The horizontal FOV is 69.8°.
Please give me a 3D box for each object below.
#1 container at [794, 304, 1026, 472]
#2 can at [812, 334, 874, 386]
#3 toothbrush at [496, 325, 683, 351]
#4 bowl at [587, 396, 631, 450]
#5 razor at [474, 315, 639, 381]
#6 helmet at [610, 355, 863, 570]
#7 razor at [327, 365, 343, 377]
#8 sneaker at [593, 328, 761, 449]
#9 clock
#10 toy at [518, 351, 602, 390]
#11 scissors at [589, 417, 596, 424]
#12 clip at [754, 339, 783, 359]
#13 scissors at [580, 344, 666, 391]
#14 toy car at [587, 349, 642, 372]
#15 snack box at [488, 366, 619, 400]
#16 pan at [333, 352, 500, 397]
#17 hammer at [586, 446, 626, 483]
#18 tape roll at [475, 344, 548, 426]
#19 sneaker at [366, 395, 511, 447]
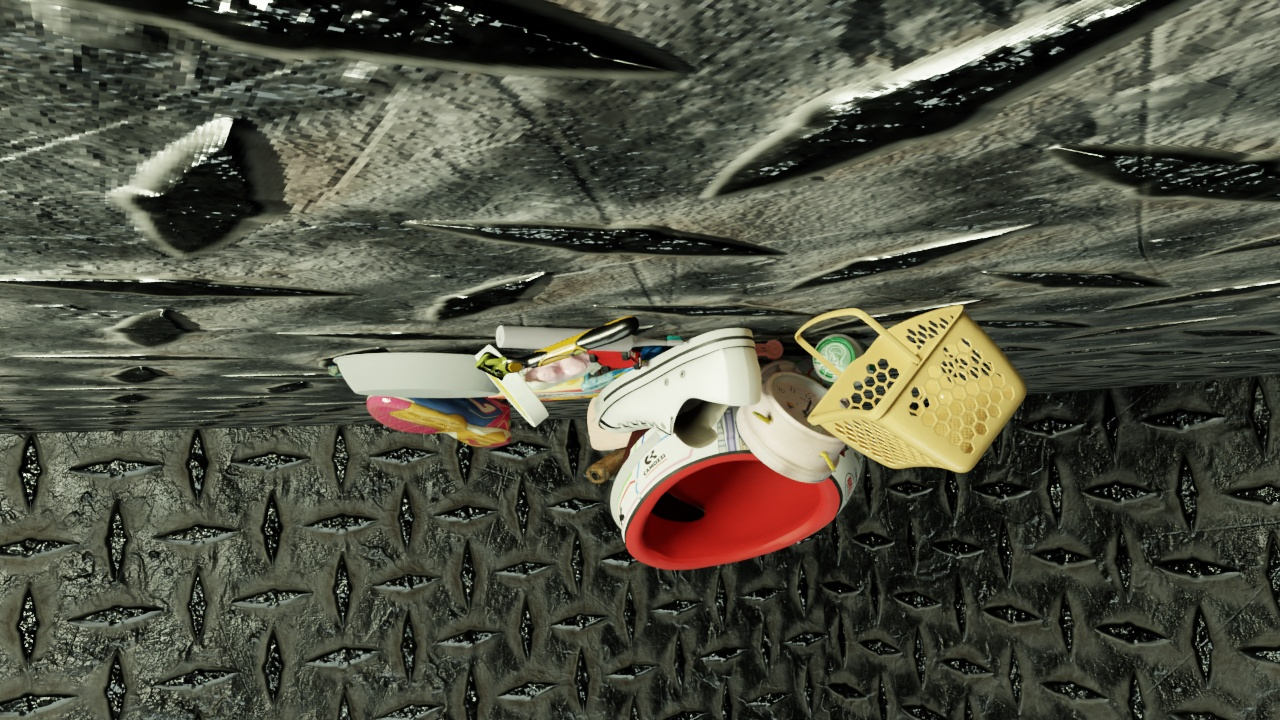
[{"bbox_3d":[0.223,0.012,0.821,0.167,0.129,0.183,39,172,-1],"label":"container"},{"bbox_3d":[0.220,0.001,0.990,0.053,0.053,0.101,-5,174,24],"label":"can"},{"bbox_3d":[-0.040,-0.019,0.832,0.187,0.019,0.018,1,154,-30],"label":"toothbrush"},{"bbox_3d":[-0.012,0.059,1.280,0.153,0.076,0.153,-20,-169,4],"label":"bowl"},{"bbox_3d":[-0.068,-0.011,0.780,0.144,0.021,0.044,-19,159,15],"label":"razor"},{"bbox_3d":[0.111,0.109,1.132,0.314,0.231,0.235,-13,-142,0],"label":"helmet"},{"bbox_3d":[-0.327,0.018,1.103,0.044,0.018,0.140,-4,174,20],"label":"razor"},{"bbox_3d":[0.042,0.051,0.964,0.091,0.097,0.246,-1,162,-38],"label":"sneaker"},{"bbox_3d":[0.168,0.057,0.964,0.117,0.059,0.157,31,-149,2],"label":"clock"},{"bbox_3d":[-0.082,0.005,0.934,0.095,0.041,0.109,-17,-178,-5],"label":"toy"},{"bbox_3d":[-0.020,0.036,1.159,0.129,0.014,0.119,-40,163,-3],"label":"scissors"},{"bbox_3d":[0.123,-0.013,0.993,0.060,0.023,0.045,0,178,34],"label":"clip"},{"bbox_3d":[-0.008,0.007,0.991,0.130,0.013,0.125,-19,168,-13],"label":"scissors"},{"bbox_3d":[-0.024,-0.007,0.902,0.038,0.025,0.089,-4,169,11],"label":"toy car"},{"bbox_3d":[-0.100,0.027,1.184,0.143,0.040,0.144,-5,174,24],"label":"snack box"},{"bbox_3d":[-0.159,0.013,1.034,0.356,0.050,0.201,1,174,-11],"label":"pan"},{"bbox_3d":[0.026,0.093,1.327,0.120,0.033,0.329,-9,-164,40],"label":"hammer"},{"bbox_3d":[-0.129,0.026,0.922,0.019,0.094,0.094,-40,-178,-12],"label":"tape roll"},{"bbox_3d":[-0.259,0.052,1.192,0.116,0.091,0.241,-9,162,27],"label":"sneaker"}]
